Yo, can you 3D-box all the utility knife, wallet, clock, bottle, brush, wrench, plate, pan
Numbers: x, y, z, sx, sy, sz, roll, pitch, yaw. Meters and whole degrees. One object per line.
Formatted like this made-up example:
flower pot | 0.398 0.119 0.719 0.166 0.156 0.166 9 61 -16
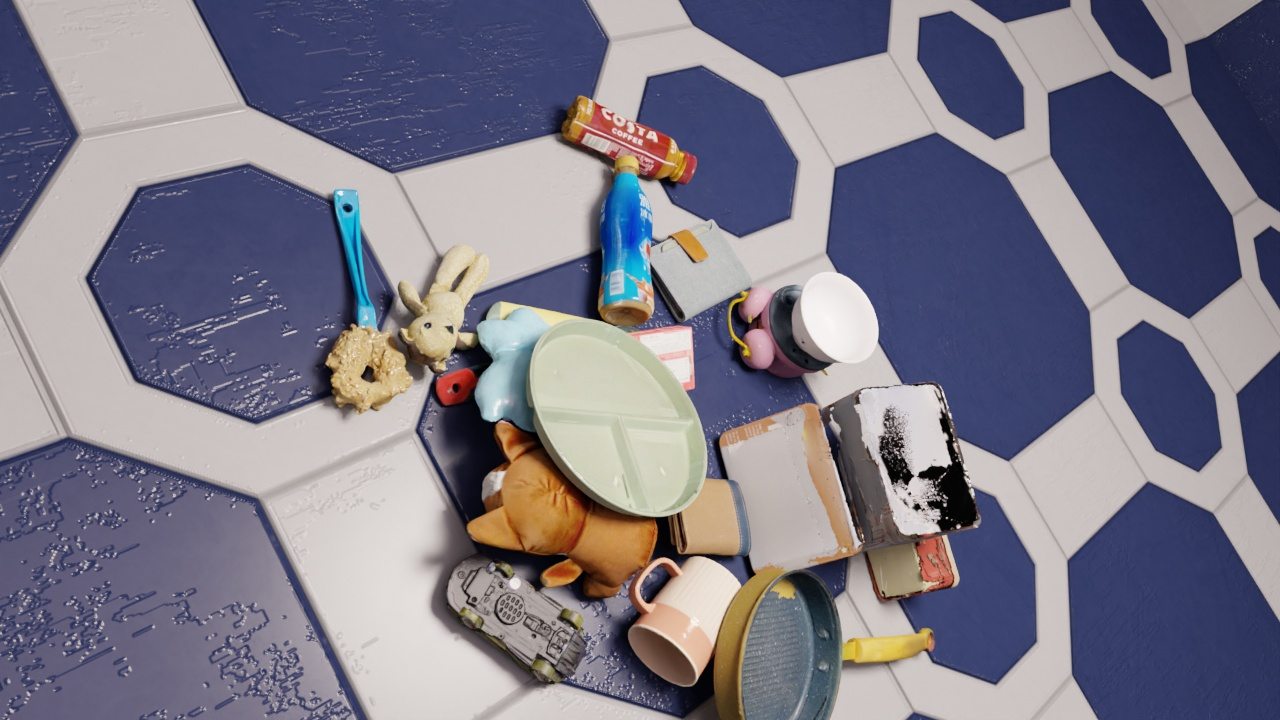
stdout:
utility knife | -0.079 -0.038 1.049 0.204 0.021 0.031 9 69 -24
wallet | 0.074 0.172 1.015 0.115 0.033 0.090 13 60 -47
clock | 0.179 -0.037 1.174 0.158 0.060 0.117 13 64 -27
wallet | 0.073 -0.118 1.161 0.129 0.037 0.106 -28 86 -36
bottle | -0.012 -0.275 1.167 0.174 0.058 0.057 20 60 -22
brush | -0.286 -0.064 0.933 0.083 0.046 0.254 -3 67 -27
wrench | -0.098 0.004 1.017 0.272 0.016 0.056 -12 91 -33
bottle | -0.018 -0.149 1.106 0.065 0.065 0.218 12 63 -26
plate | -0.023 0.058 0.938 0.230 0.028 0.229 30 40 -28
pan | 0.214 0.325 1.011 0.356 0.078 0.197 8 82 -48

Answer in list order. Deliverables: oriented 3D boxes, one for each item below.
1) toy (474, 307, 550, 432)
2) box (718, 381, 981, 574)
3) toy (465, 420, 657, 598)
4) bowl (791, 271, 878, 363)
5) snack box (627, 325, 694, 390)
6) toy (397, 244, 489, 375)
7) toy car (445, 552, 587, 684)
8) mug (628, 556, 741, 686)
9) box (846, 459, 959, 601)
toy | -0.118 0.013 0.950 0.161 0.050 0.156 -23 63 -44
box | 0.236 0.132 1.041 0.270 0.134 0.179 -13 74 0
toy | -0.082 0.152 0.907 0.199 0.131 0.140 32 50 -39
bowl | 0.225 -0.042 1.125 0.118 0.065 0.118 12 66 -27
snack box | -0.006 0.006 1.050 0.152 0.025 0.075 -10 102 -33
toy | -0.200 -0.059 0.959 0.105 0.066 0.156 45 42 -29
toy car | -0.119 0.248 0.886 0.158 0.042 0.070 41 55 -10
mug | 0.040 0.256 0.950 0.114 0.082 0.105 50 52 -6
box | 0.314 0.204 1.126 0.076 0.092 0.168 -2 70 -34
